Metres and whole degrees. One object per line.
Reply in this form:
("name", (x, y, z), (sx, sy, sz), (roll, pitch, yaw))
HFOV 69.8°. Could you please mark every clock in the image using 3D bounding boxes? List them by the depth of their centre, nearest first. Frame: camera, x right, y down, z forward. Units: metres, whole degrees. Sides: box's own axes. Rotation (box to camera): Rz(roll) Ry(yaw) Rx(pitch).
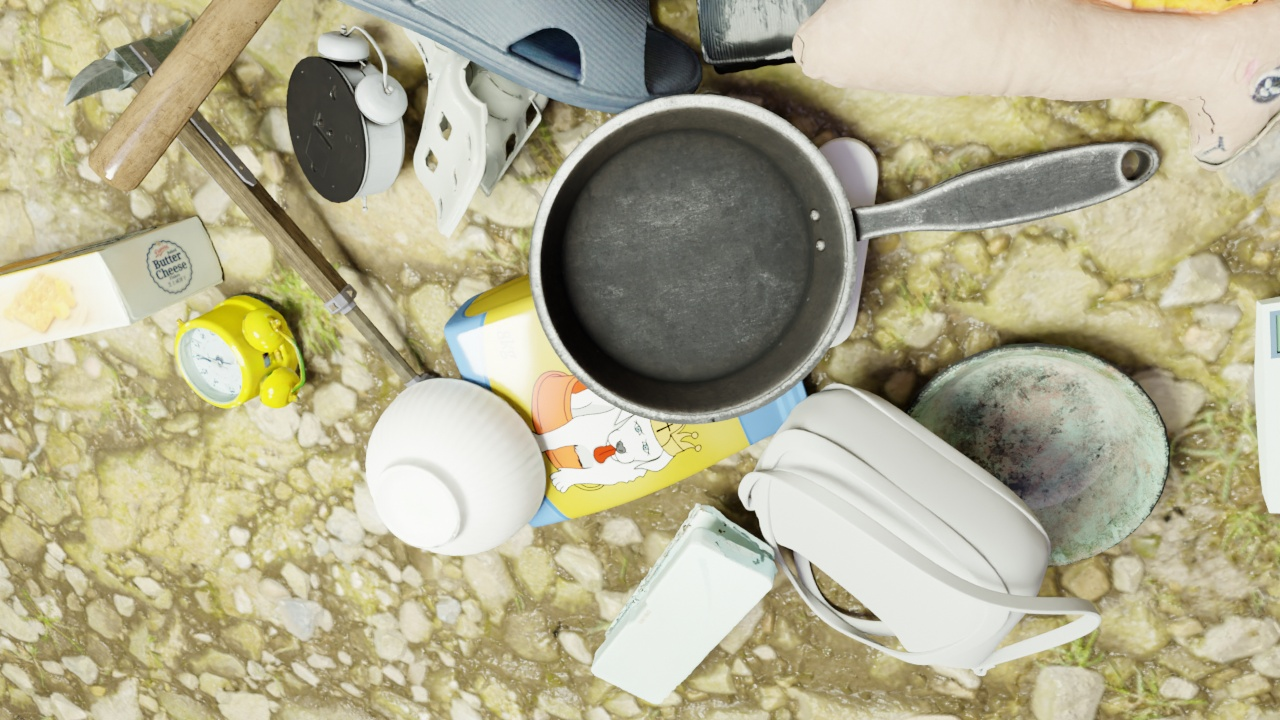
("clock", (-0.192, -0.162, 0.608), (0.094, 0.035, 0.123), (52, 134, 16))
("clock", (-0.308, -0.005, 0.722), (0.119, 0.057, 0.083), (5, 114, 22))

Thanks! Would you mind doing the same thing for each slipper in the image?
("slipper", (-0.074, -0.211, 0.485), (0.263, 0.101, 0.083), (16, 138, -20))

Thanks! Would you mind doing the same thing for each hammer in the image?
("hammer", (-0.214, -0.231, 0.534), (0.129, 0.040, 0.322), (39, 93, -3))
("hammer", (-0.250, -0.083, 0.648), (0.028, 0.146, 0.317), (-29, 112, 21))

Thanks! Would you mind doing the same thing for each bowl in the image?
("bowl", (-0.125, 0.076, 0.572), (0.118, 0.062, 0.118), (8, 115, 17))
("bowl", (0.245, 0.056, 0.586), (0.157, 0.038, 0.158), (7, 115, 15))

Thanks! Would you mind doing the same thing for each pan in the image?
("pan", (0.113, -0.075, 0.529), (0.357, 0.055, 0.187), (-14, 104, -1))

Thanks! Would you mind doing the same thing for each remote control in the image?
("remote control", (0.389, 0.025, 0.534), (0.050, 0.024, 0.143), (-9, 112, 21))
("remote control", (0.122, -0.072, 0.583), (0.043, 0.013, 0.137), (9, 115, 14))

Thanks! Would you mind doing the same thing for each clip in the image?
("clip", (-0.099, -0.164, 0.570), (0.126, 0.096, 0.152), (152, 117, -62))

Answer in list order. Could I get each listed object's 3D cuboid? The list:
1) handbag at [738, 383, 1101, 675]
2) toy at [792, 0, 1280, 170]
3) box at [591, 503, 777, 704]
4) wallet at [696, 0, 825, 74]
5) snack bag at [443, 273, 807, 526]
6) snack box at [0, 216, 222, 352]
("handbag", (0.154, 0.138, 0.593), (0.216, 0.095, 0.223), (38, 149, 21))
("toy", (0.211, -0.192, 0.457), (0.264, 0.065, 0.196), (5, 124, 12))
("box", (0.031, 0.191, 0.688), (0.083, 0.065, 0.200), (42, 131, 15))
("wallet", (0.074, -0.226, 0.523), (0.089, 0.026, 0.115), (-2, 112, 20))
("snack bag", (-0.004, 0.004, 0.616), (0.205, 0.102, 0.159), (-18, 107, 9))
("snack box", (-0.448, -0.055, 0.719), (0.208, 0.104, 0.057), (-9, 110, 21))
